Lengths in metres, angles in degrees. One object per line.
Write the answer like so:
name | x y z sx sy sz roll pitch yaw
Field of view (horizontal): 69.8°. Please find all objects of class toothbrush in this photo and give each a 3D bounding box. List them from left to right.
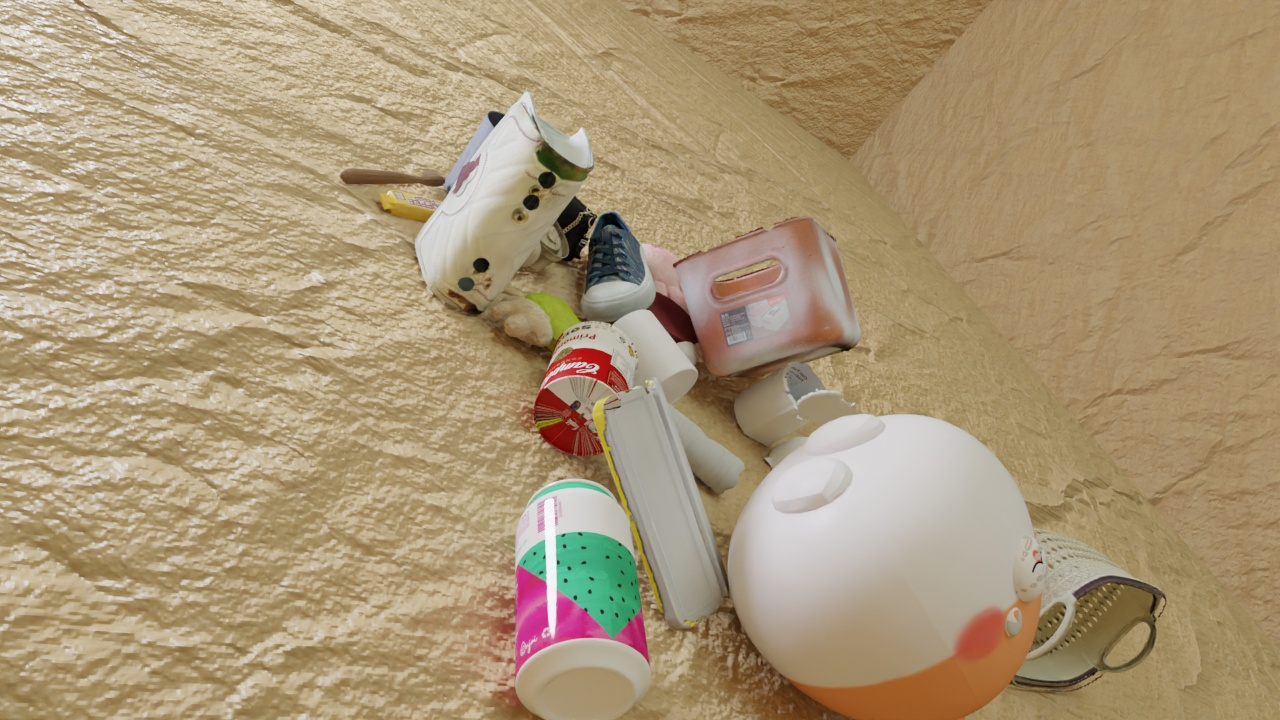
toothbrush | -0.274 -0.204 1.023 0.016 0.016 0.166 47 24 11

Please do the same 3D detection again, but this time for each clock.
clock | -0.135 -0.139 1.066 0.093 0.055 0.140 51 21 -17
clock | 0.025 -0.034 1.136 0.096 0.048 0.137 33 26 -19

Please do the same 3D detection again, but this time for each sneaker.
sneaker | -0.030 -0.121 1.129 0.235 0.087 0.079 -87 164 -63

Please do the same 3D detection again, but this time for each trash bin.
trash bin | 0.174 -0.070 1.184 0.259 0.182 0.157 0 73 -71

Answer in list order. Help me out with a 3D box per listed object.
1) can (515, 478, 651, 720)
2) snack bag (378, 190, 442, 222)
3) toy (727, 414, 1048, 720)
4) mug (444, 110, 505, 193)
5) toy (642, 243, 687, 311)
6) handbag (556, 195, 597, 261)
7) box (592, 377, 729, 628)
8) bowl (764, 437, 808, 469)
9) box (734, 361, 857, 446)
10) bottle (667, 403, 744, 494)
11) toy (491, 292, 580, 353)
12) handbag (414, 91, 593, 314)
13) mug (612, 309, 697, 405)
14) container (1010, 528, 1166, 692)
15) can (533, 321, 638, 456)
can | -0.045 0.167 0.652 0.088 0.088 0.165 29 27 -25
snack bag | -0.241 -0.166 1.002 0.099 0.020 0.026 6 44 -52
toy | 0.222 0.188 0.803 0.281 0.267 0.261 57 47 -12
mug | -0.180 -0.225 1.087 0.084 0.104 0.123 39 25 -6
toy | 0.030 -0.111 1.276 0.108 0.053 0.105 20 47 -41
handbag | -0.104 -0.188 1.166 0.128 0.079 0.054 52 26 21
box | 0.028 0.120 0.810 0.128 0.046 0.209 -18 88 -64
bowl | 0.218 0.136 1.133 0.114 0.051 0.114 33 26 -18
box | 0.190 0.048 1.112 0.084 0.166 0.094 31 45 -21
bottle | 0.047 0.086 0.974 0.136 0.044 0.044 38 25 -6
toy | -0.105 -0.038 0.960 0.117 0.043 0.092 3 40 -52
handbag | -0.139 -0.157 0.924 0.096 0.199 0.141 31 24 -26
mug | -0.006 0.006 1.013 0.110 0.074 0.090 -19 61 -33
container | 0.527 0.310 1.151 0.251 0.185 0.143 19 24 -38
can | -0.051 0.025 0.883 0.086 0.087 0.116 35 26 -13
